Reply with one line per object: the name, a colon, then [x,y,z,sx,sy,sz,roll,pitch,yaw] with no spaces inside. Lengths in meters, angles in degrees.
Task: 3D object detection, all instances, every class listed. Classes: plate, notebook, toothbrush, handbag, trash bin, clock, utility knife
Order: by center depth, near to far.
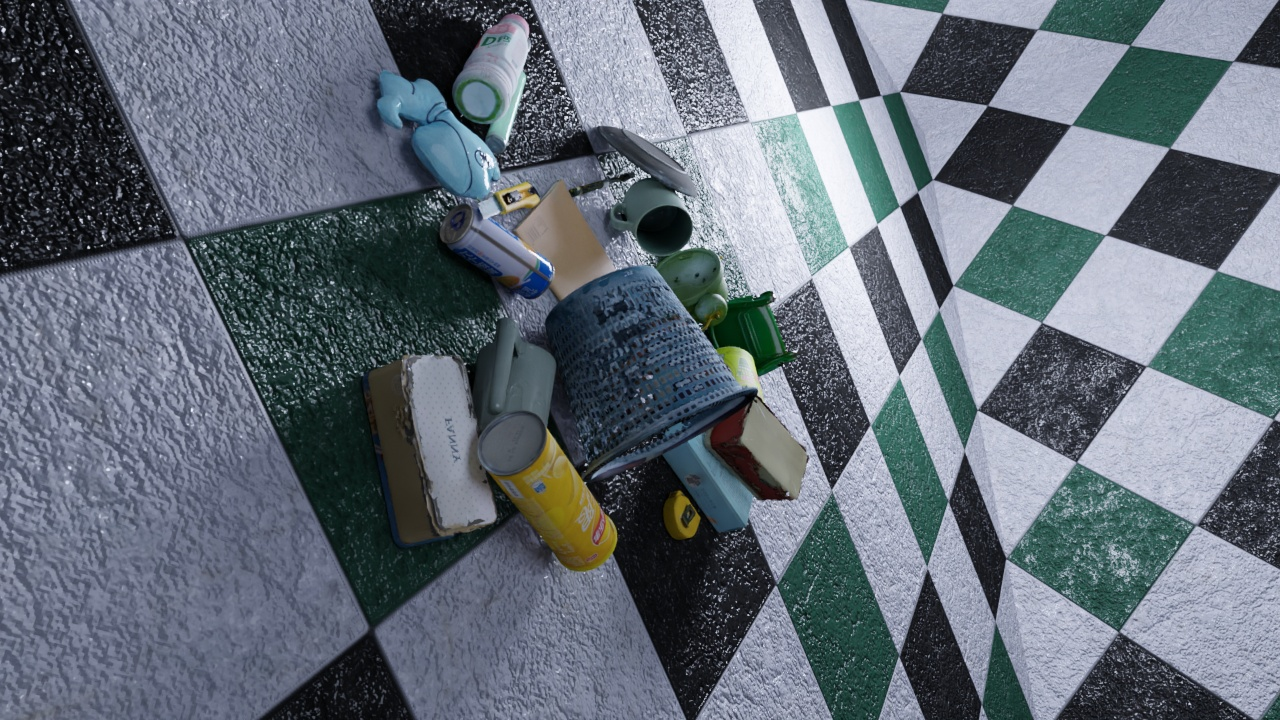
utility knife: [-0.149,-0.184,1.062,0.033,0.015,0.214,55,17,-8]
trash bin: [-0.006,0.006,1.072,0.226,0.227,0.195,-6,66,-59]
toothbrush: [-0.164,-0.344,1.171,0.026,0.027,0.224,14,52,-8]
notebook: [-0.078,-0.116,1.197,0.211,0.012,0.149,57,33,-22]
toothbrush: [-0.053,-0.252,1.309,0.185,0.017,0.012,-36,111,-59]
clock: [0.070,-0.093,1.326,0.160,0.116,0.056,-83,151,-42]
plate: [0.016,-0.300,1.351,0.179,0.024,0.179,32,20,-13]
handbag: [0.178,-0.039,1.465,0.067,0.120,0.131,-18,87,-66]

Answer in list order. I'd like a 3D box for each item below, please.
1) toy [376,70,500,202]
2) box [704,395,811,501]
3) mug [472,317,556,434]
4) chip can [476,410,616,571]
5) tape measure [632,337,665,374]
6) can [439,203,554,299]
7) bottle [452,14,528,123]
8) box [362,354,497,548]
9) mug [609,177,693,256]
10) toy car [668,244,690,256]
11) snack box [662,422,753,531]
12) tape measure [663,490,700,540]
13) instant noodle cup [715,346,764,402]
toy: [-0.216,-0.239,1.003,0.161,0.050,0.156,-5,73,-57]
box: [0.171,0.125,1.278,0.168,0.077,0.091,46,53,-36]
mug: [-0.134,0.033,0.927,0.124,0.084,0.103,86,7,-59]
chip can: [-0.089,0.136,0.914,0.213,0.072,0.071,63,25,-50]
tape measure: [0.013,-0.014,1.266,0.065,0.034,0.065,38,43,-41]
can: [-0.159,-0.120,1.024,0.134,0.053,0.053,34,46,-46]
bottle: [-0.175,-0.367,1.129,0.068,0.068,0.196,50,33,-32]
box: [-0.192,0.087,0.847,0.089,0.061,0.184,4,72,-57]
mug: [0.009,-0.209,1.316,0.106,0.111,0.082,-111,-160,-52]
toy car: [0.077,-0.134,1.439,0.054,0.037,0.120,1,69,-58]
snack box: [0.096,0.155,1.286,0.175,0.052,0.074,55,35,-25]
tape measure: [0.056,0.207,1.214,0.060,0.029,0.057,57,33,-22]
instant noodle cup: [0.134,0.047,1.366,0.111,0.112,0.123,46,31,-36]
